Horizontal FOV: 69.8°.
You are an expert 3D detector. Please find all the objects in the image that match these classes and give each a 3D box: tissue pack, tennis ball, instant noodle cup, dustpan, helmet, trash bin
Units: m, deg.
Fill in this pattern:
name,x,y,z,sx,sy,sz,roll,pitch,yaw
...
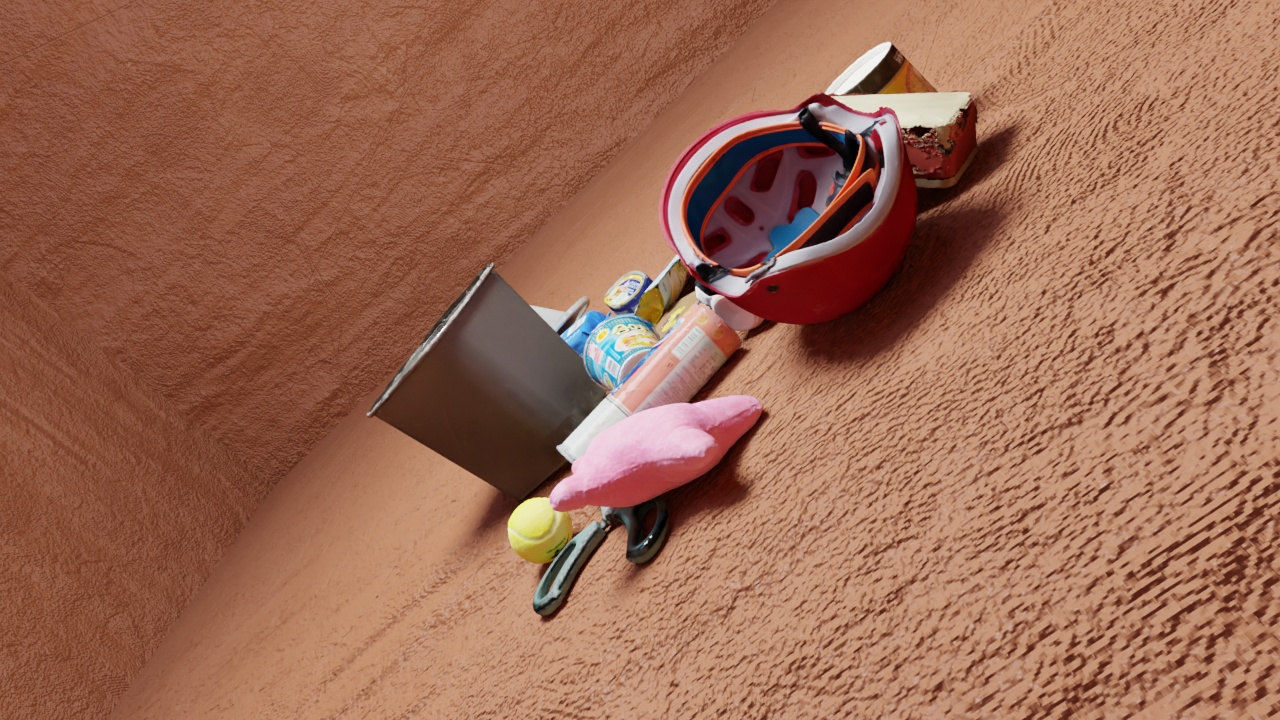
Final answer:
name,x,y,z,sx,sy,sz,roll,pitch,yaw
tissue pack,-0.104,-0.010,1.390,0.157,0.052,0.094,-39,16,22
tennis ball,-0.101,0.171,0.923,0.065,0.065,0.065,-41,17,15
instant noodle cup,0.264,-0.265,0.983,0.119,0.114,0.118,-42,16,15
dustpan,-0.177,0.006,1.502,0.223,0.142,0.257,128,153,-75
helmet,0.142,-0.124,0.842,0.240,0.144,0.206,26,78,47
trash bin,-0.179,0.035,1.146,0.200,0.219,0.198,-42,17,34
instant noodle cup,-0.006,0.006,1.050,0.099,0.099,0.110,-45,23,1

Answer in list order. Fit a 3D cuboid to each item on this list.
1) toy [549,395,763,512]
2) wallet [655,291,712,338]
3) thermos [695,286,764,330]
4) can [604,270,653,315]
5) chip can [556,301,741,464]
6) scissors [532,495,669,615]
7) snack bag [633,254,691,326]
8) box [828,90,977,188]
name,x,y,z,sx,sy,sz,roll,pitch,yaw
toy,0.019,0.078,0.825,0.195,0.074,0.178,-22,5,13
wallet,0.062,-0.055,1.130,0.116,0.033,0.090,-27,25,56
thermos,0.133,-0.119,1.015,0.198,0.087,0.067,-56,-23,-33
can,-0.008,-0.090,1.349,0.074,0.049,0.148,-46,16,-2
chip can,0.011,0.037,0.960,0.214,0.071,0.071,-47,16,-5
scissors,-0.040,0.175,0.849,0.179,0.019,0.170,-47,18,-2
snack bag,0.048,-0.116,1.246,0.190,0.039,0.110,-54,-17,-45
box,0.231,-0.222,0.889,0.169,0.077,0.091,10,42,35
